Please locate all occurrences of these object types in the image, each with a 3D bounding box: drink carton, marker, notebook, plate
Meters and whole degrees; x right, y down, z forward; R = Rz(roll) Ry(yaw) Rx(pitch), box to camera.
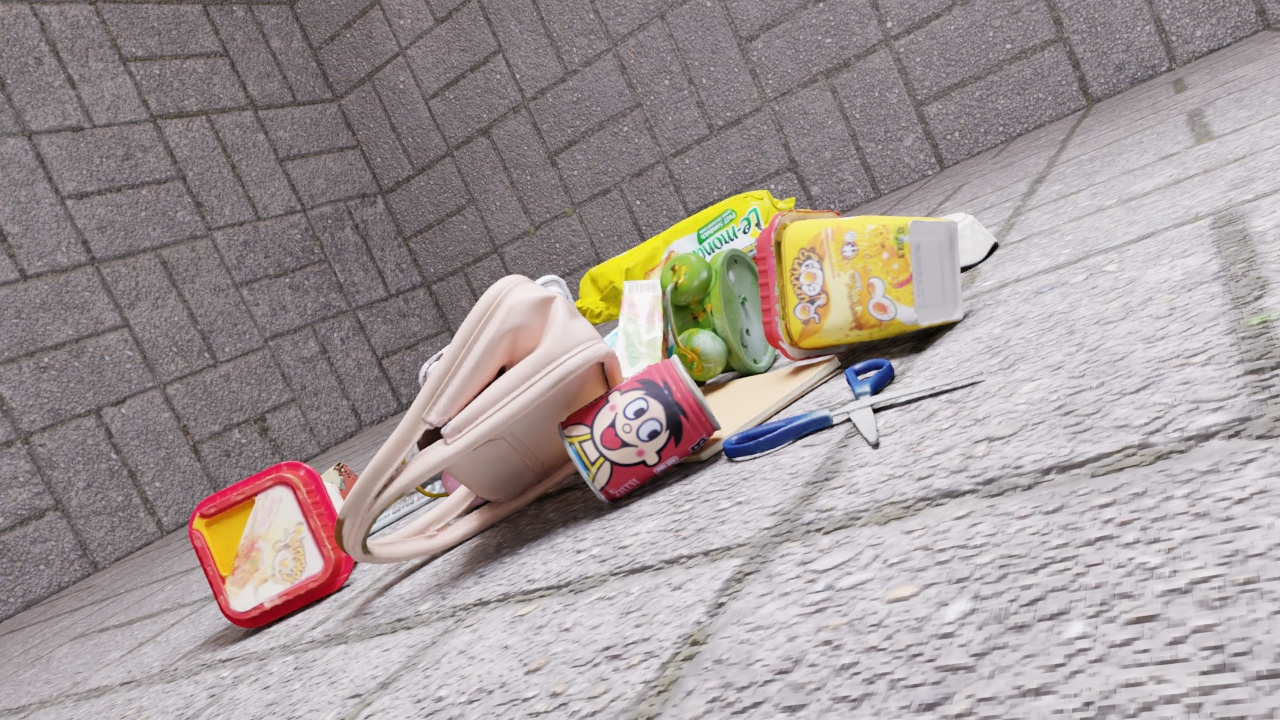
[{"bbox_3d":[0.000,-0.013,0.810,0.045,0.054,0.122,-1,48,6],"label":"drink carton"},{"bbox_3d":[-0.245,0.153,0.980,0.145,0.017,0.017,-29,7,-29],"label":"marker"},{"bbox_3d":[0.042,0.049,0.740,0.149,0.012,0.212,-30,8,-31],"label":"notebook"},{"bbox_3d":[0.264,-0.099,0.958,0.205,0.045,0.204,-24,6,3],"label":"plate"}]

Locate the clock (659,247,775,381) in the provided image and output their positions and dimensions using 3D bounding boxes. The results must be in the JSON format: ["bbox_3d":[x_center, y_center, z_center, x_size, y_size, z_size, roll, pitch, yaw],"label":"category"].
[{"bbox_3d":[0.067,-0.040,0.826,0.056,0.116,0.161,-14,-6,30],"label":"clock"}]

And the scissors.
[{"bbox_3d":[0.124,0.030,0.563,0.162,0.012,0.173,-23,8,15],"label":"scissors"}]

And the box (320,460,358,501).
[{"bbox_3d":[-0.344,0.159,0.954,0.091,0.077,0.168,-41,6,2],"label":"box"}]

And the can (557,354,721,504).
[{"bbox_3d":[0.000,0.045,0.618,0.094,0.066,0.066,-32,6,3],"label":"can"}]

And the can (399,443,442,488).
[{"bbox_3d":[-0.230,0.103,1.040,0.058,0.058,0.147,-29,-3,-34],"label":"can"}]

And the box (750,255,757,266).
[{"bbox_3d":[0.098,-0.039,1.066,0.201,0.095,0.098,-25,-29,-4],"label":"box"}]

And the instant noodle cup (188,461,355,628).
[{"bbox_3d":[-0.304,0.156,0.796,0.116,0.116,0.124,-26,-6,-3],"label":"instant noodle cup"}]

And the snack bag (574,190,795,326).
[{"bbox_3d":[0.041,-0.114,1.025,0.246,0.068,0.158,-29,5,-26],"label":"snack bag"}]

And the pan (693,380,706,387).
[{"bbox_3d":[-0.067,0.028,1.028,0.358,0.078,0.197,10,31,40],"label":"pan"}]

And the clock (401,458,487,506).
[{"bbox_3d":[-0.139,0.068,0.829,0.158,0.117,0.060,-26,25,-6],"label":"clock"}]

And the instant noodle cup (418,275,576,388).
[{"bbox_3d":[-0.116,0.014,0.908,0.173,0.138,0.060,-39,52,-14],"label":"instant noodle cup"}]

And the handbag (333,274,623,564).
[{"bbox_3d":[-0.118,0.064,0.667,0.234,0.093,0.193,-43,-20,-9],"label":"handbag"}]

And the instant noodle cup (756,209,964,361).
[{"bbox_3d":[0.167,-0.061,0.693,0.115,0.116,0.124,-8,4,-45],"label":"instant noodle cup"}]

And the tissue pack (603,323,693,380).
[{"bbox_3d":[-0.005,0.005,0.888,0.139,0.063,0.090,-39,31,-27],"label":"tissue pack"}]
